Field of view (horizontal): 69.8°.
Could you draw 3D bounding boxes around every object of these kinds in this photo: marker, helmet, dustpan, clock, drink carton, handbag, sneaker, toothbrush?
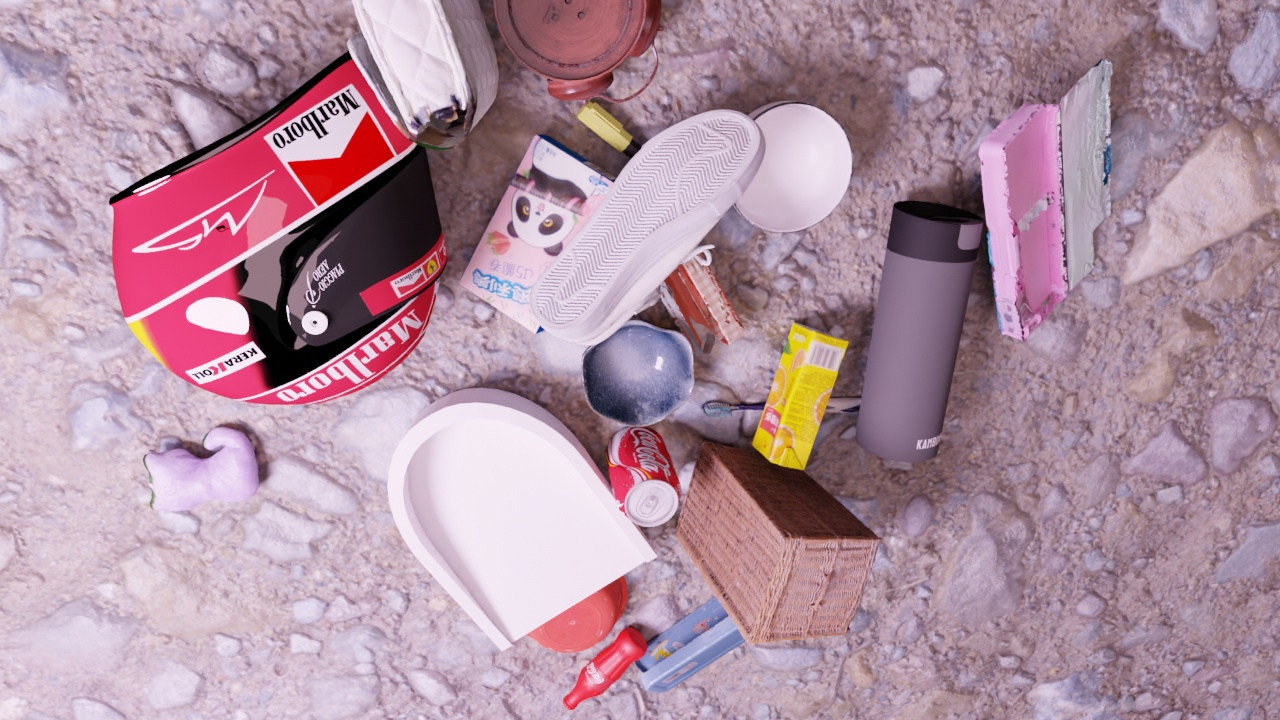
[{"bbox_3d":[-0.003,-0.186,0.817,0.124,0.021,0.017,35,59,-22],"label":"marker"},{"bbox_3d":[-0.265,-0.083,0.726,0.271,0.197,0.225,-32,114,-4],"label":"helmet"},{"bbox_3d":[-0.131,0.151,0.900,0.191,0.053,0.258,-32,104,4],"label":"dustpan"},{"bbox_3d":[-0.049,-0.277,0.741,0.121,0.072,0.157,-42,112,10],"label":"clock"},{"bbox_3d":[0.157,0.035,0.905,0.043,0.058,0.134,16,98,-15],"label":"drink carton"},{"bbox_3d":[-0.157,-0.236,0.678,0.072,0.194,0.139,-17,111,5],"label":"handbag"},{"bbox_3d":[0.012,-0.108,0.780,0.242,0.090,0.089,-46,68,3],"label":"sneaker"},{"bbox_3d":[0.155,0.049,0.946,0.189,0.017,0.016,-1,112,-10],"label":"toothbrush"}]

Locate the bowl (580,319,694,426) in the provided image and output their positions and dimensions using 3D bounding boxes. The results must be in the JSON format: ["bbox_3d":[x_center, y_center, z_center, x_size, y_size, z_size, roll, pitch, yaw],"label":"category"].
[{"bbox_3d":[-0.005,0.005,0.881,0.110,0.055,0.110,-3,113,-8],"label":"bowl"}]

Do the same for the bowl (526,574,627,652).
[{"bbox_3d":[-0.076,0.270,0.991,0.130,0.045,0.131,-3,114,-8],"label":"bowl"}]

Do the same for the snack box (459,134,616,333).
[{"bbox_3d":[-0.088,-0.111,0.812,0.088,0.033,0.154,33,106,8],"label":"snack box"}]

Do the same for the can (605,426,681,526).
[{"bbox_3d":[0.002,0.113,0.902,0.064,0.104,0.064,-3,114,-8],"label":"can"}]

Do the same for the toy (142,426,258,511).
[{"bbox_3d":[-0.416,0.103,0.871,0.099,0.036,0.080,-4,104,-12],"label":"toy"}]

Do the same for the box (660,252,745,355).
[{"bbox_3d":[0.027,-0.085,0.856,0.064,0.056,0.188,-32,112,0],"label":"box"}]

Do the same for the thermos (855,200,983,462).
[{"bbox_3d":[0.267,-0.027,0.889,0.082,0.082,0.241,1,111,-9],"label":"thermos"}]

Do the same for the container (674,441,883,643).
[{"bbox_3d":[0.129,0.174,0.899,0.112,0.198,0.114,7,109,-24],"label":"container"}]

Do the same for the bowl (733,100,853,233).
[{"bbox_3d":[0.125,-0.176,0.818,0.113,0.063,0.113,-3,114,-8],"label":"bowl"}]

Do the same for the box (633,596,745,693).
[{"bbox_3d":[0.087,0.301,1.045,0.210,0.059,0.068,-35,143,9],"label":"box"}]

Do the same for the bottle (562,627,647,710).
[{"bbox_3d":[-0.043,0.352,1.037,0.036,0.036,0.119,39,103,-22],"label":"bottle"}]

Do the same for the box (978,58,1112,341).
[{"bbox_3d":[0.386,-0.148,0.863,0.159,0.035,0.230,-41,132,-18],"label":"box"}]
